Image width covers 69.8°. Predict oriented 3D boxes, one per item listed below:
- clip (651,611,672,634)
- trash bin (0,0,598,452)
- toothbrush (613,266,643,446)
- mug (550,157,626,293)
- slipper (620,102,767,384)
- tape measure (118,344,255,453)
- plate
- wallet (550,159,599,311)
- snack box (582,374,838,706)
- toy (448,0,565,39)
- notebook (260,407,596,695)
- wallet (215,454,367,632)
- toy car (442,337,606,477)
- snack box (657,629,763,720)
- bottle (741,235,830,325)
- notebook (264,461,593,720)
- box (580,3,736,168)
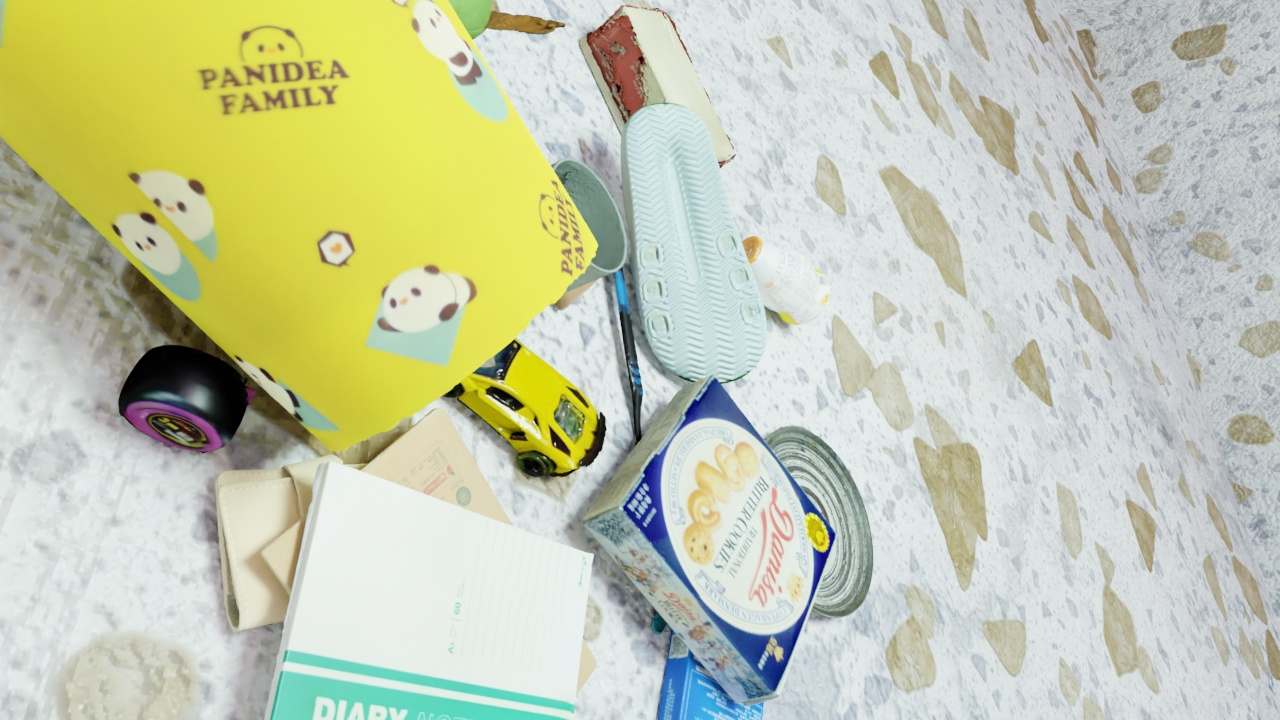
[{"bbox_3d":[0.026,0.181,0.684,0.014,0.043,0.056,53,37,-14],"label":"clip"},{"bbox_3d":[-0.169,-0.107,0.468,0.255,0.230,0.228,54,40,-16],"label":"trash bin"},{"bbox_3d":[-0.004,0.004,0.744,0.014,0.016,0.189,11,66,-49],"label":"toothbrush"},{"bbox_3d":[-0.086,-0.091,0.629,0.124,0.104,0.083,38,41,-42],"label":"mug"},{"bbox_3d":[0.035,-0.097,0.794,0.104,0.074,0.245,-13,93,-9],"label":"slipper"},{"bbox_3d":[-0.228,0.018,0.462,0.057,0.058,0.039,33,51,-29],"label":"tape measure"},{"bbox_3d":[0.155,0.147,0.845,0.179,0.024,0.179,23,55,-38],"label":"plate"},{"bbox_3d":[-0.064,-0.106,0.747,0.101,0.020,0.115,56,37,-12],"label":"wallet"},{"bbox_3d":[0.063,0.129,0.699,0.182,0.046,0.177,51,38,-9],"label":"snack box"},{"bbox_3d":[-0.184,-0.277,0.648,0.246,0.090,0.227,1,42,-40],"label":"toy"},{"bbox_3d":[-0.110,0.150,0.537,0.208,0.008,0.147,62,38,-15],"label":"notebook"},{"bbox_3d":[-0.174,0.095,0.508,0.115,0.024,0.087,0,68,-47],"label":"wallet"},{"bbox_3d":[-0.089,0.019,0.631,0.156,0.041,0.071,43,42,-21],"label":"toy car"},{"bbox_3d":[0.049,0.270,0.654,0.084,0.026,0.156,37,45,-27],"label":"snack box"},{"bbox_3d":[0.141,-0.083,0.925,0.108,0.063,0.063,33,48,-32],"label":"bottle"},{"bbox_3d":[-0.106,0.159,0.521,0.209,0.012,0.150,31,54,-43],"label":"notebook"},{"bbox_3d":[0.022,-0.255,0.878,0.091,0.077,0.168,-23,86,-52],"label":"box"}]
